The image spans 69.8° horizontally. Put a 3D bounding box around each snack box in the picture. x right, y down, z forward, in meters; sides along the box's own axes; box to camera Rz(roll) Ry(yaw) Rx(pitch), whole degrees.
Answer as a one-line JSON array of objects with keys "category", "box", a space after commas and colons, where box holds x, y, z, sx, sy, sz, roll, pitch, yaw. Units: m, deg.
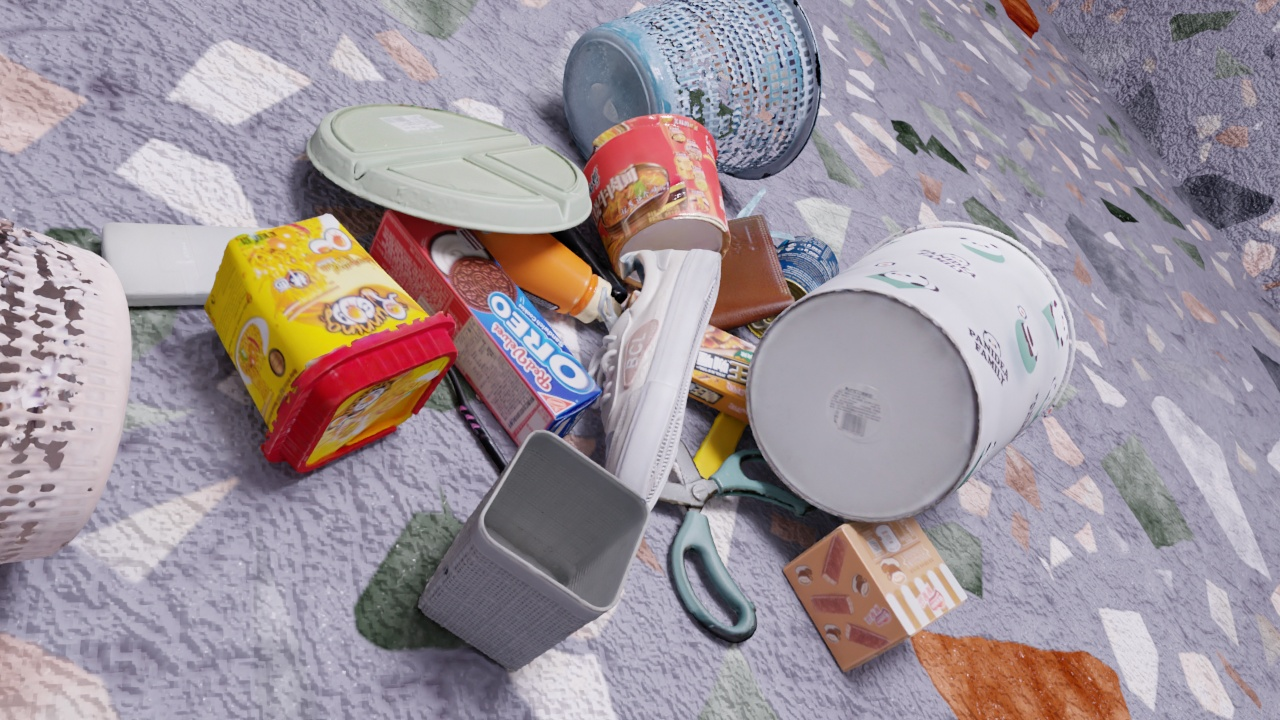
[{"category": "snack box", "box": [0.051, -0.001, 0.814, 0.153, 0.026, 0.075, 25, 42, -7]}, {"category": "snack box", "box": [-0.119, -0.028, 0.692, 0.207, 0.058, 0.057, 51, 43, 10]}, {"category": "snack box", "box": [0.188, 0.180, 0.739, 0.092, 0.077, 0.094, -10, 61, -44]}]

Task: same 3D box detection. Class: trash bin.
[{"category": "trash bin", "box": [0.226, 0.007, 0.781, 0.229, 0.230, 0.251, 52, 34, 11]}, {"category": "trash bin", "box": [-0.340, 0.006, 0.382, 0.191, 0.228, 0.227, 13, 47, -48]}, {"category": "trash bin", "box": [0.037, -0.276, 0.941, 0.194, 0.227, 0.226, -25, 72, -34]}]

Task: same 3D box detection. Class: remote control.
[{"category": "remote control", "box": [-0.279, -0.064, 0.622, 0.149, 0.021, 0.058, -3, 59, -41]}]

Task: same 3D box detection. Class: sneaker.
[{"category": "sneaker", "box": [-0.004, 0.004, 0.711, 0.091, 0.090, 0.241, 10, 56, 11]}]

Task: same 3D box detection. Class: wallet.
[{"category": "wallet", "box": [0.087, -0.082, 0.879, 0.032, 0.101, 0.124, 66, 10, -53]}]

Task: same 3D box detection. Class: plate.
[{"category": "plate", "box": [-0.148, -0.161, 0.742, 0.230, 0.028, 0.229, 15, 26, -8]}]

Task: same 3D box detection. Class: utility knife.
[{"category": "utility knife", "box": [0.089, 0.047, 0.824, 0.033, 0.015, 0.229, 39, 42, -3]}]

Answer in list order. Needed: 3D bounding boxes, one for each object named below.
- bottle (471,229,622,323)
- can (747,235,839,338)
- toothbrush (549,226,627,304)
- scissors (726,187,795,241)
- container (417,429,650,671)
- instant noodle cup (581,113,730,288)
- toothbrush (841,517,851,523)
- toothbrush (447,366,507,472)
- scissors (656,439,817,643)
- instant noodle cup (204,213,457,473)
[{"category": "bottle", "box": [-0.078, -0.073, 0.766, 0.149, 0.067, 0.066, 31, 41, -25]}, {"category": "can", "box": [0.156, -0.075, 0.942, 0.075, 0.076, 0.110, 41, 39, -2]}, {"category": "toothbrush", "box": [-0.083, -0.133, 0.842, 0.212, 0.026, 0.027, 53, 7, 14]}, {"category": "scissors", "box": [0.094, -0.135, 0.957, 0.133, 0.017, 0.135, 13, 61, 11]}, {"category": "container", "box": [-0.068, 0.120, 0.556, 0.090, 0.115, 0.090, 36, 40, -7]}, {"category": "instant noodle cup", "box": [0.019, -0.139, 0.843, 0.137, 0.138, 0.108, 7, 54, -35]}, {"category": "toothbrush", "box": [0.179, 0.117, 0.828, 0.026, 0.027, 0.221, -31, 74, -15]}, {"category": "toothbrush", "box": [-0.116, 0.052, 0.658, 0.017, 0.014, 0.189, -23, 71, -37]}, {"category": "scissors", "box": [0.079, 0.135, 0.721, 0.174, 0.019, 0.169, 5, 59, -27]}, {"category": "instant noodle cup", "box": [-0.197, -0.016, 0.569, 0.123, 0.116, 0.115, 51, 41, 9]}]
